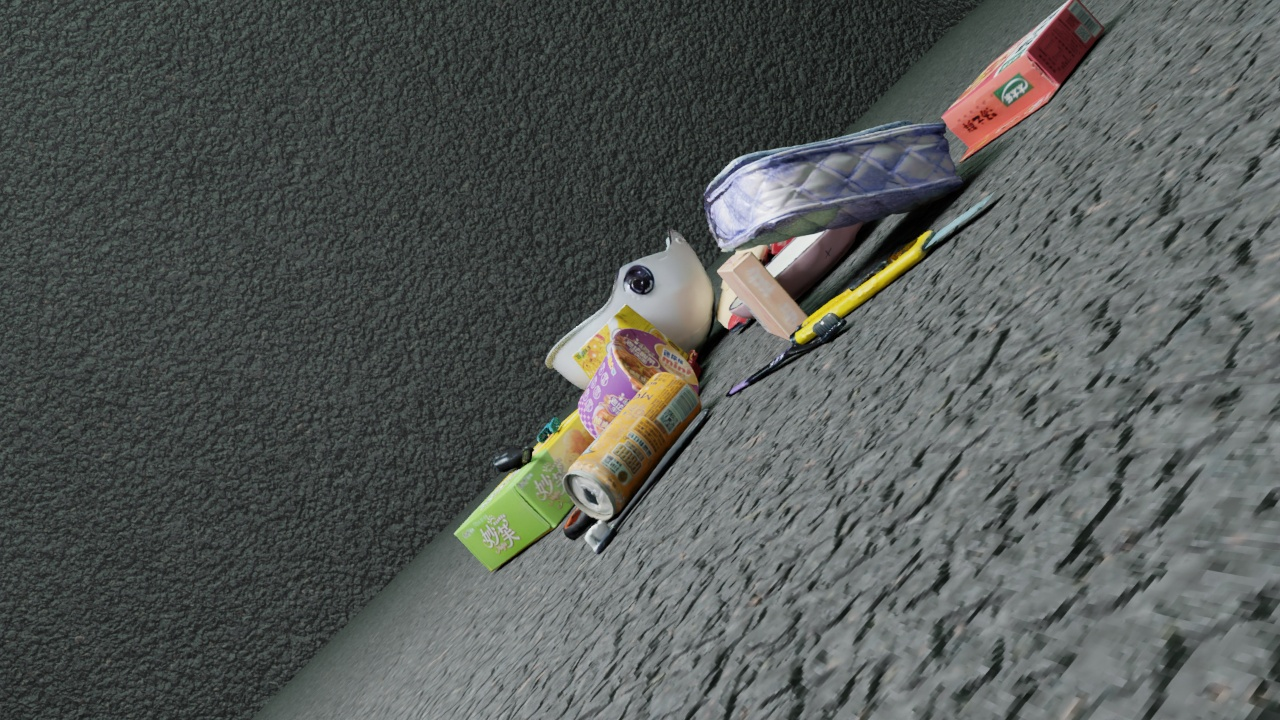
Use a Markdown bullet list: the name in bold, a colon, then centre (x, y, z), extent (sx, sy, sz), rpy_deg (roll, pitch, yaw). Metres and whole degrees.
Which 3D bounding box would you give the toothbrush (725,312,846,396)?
- **toothbrush**: centre (0.111, -0.001, 0.748), extent (0.014, 0.017, 0.189), rpy_deg (-46, 3, -29)

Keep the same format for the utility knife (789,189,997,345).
- **utility knife**: centre (0.182, -0.066, 0.692), extent (0.207, 0.015, 0.033), rpy_deg (-41, 8, 42)

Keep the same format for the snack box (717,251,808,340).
- **snack box**: centre (0.113, -0.061, 0.863), extent (0.026, 0.084, 0.157), rpy_deg (-41, 4, 3)

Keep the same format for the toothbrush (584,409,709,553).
- **toothbrush**: centre (0.010, 0.095, 0.773), extent (0.180, 0.018, 0.016), rpy_deg (-45, 1, -38)

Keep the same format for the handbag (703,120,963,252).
- **handbag**: centre (0.163, -0.151, 0.785), extent (0.193, 0.075, 0.134), rpy_deg (-13, -2, -15)

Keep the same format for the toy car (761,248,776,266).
- **toy car**: centre (0.169, -0.128, 1.253), extent (0.045, 0.053, 0.120), rpy_deg (-6, 11, 12)

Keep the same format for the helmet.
- **helmet**: centre (0.006, -0.037, 1.248), extent (0.257, 0.146, 0.230), rpy_deg (-45, -4, -35)

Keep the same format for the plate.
- **plate**: centre (0.180, -0.109, 1.017), extent (0.192, 0.039, 0.192), rpy_deg (-44, 4, 3)

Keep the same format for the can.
- **can**: centre (-0.005, 0.074, 0.825), extent (0.145, 0.058, 0.058), rpy_deg (-47, 4, -36)

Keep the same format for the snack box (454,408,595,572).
- **snack box**: centre (-0.115, 0.146, 1.130), extent (0.158, 0.070, 0.209), rpy_deg (-40, 5, 41)

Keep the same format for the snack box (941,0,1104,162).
- **snack box**: centre (0.343, -0.255, 0.840), extent (0.126, 0.044, 0.113), rpy_deg (-46, 4, -27)

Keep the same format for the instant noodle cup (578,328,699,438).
- **instant noodle cup**: centre (-0.009, 0.037, 0.987), extent (0.099, 0.111, 0.111), rpy_deg (-50, 0, 29)

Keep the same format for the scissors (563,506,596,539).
- **scissors**: centre (-0.053, 0.136, 0.949), extent (0.162, 0.021, 0.234), rpy_deg (-47, 5, -28)

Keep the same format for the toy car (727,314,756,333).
- **toy car**: centre (0.143, -0.075, 1.126), extent (0.106, 0.031, 0.049), rpy_deg (-48, 3, -20)

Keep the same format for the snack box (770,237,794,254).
- **snack box**: centre (0.203, -0.175, 1.225), extent (0.207, 0.057, 0.058), rpy_deg (-61, -23, -77)

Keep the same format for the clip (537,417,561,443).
- **clip**: centre (-0.109, 0.084, 1.116), extent (0.040, 0.014, 0.056), rpy_deg (-41, 7, 15)

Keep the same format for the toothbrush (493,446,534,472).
- **toothbrush**: centre (-0.149, 0.116, 1.094), extent (0.213, 0.026, 0.027), rpy_deg (152, 130, -72)

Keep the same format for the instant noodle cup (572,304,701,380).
- **instant noodle cup**: centre (-0.007, 0.006, 1.098), extent (0.116, 0.123, 0.115), rpy_deg (-43, 3, 19)

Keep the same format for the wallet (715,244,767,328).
- **wallet**: centre (0.126, -0.103, 1.188), extent (0.087, 0.024, 0.115), rpy_deg (-117, 44, -72)
